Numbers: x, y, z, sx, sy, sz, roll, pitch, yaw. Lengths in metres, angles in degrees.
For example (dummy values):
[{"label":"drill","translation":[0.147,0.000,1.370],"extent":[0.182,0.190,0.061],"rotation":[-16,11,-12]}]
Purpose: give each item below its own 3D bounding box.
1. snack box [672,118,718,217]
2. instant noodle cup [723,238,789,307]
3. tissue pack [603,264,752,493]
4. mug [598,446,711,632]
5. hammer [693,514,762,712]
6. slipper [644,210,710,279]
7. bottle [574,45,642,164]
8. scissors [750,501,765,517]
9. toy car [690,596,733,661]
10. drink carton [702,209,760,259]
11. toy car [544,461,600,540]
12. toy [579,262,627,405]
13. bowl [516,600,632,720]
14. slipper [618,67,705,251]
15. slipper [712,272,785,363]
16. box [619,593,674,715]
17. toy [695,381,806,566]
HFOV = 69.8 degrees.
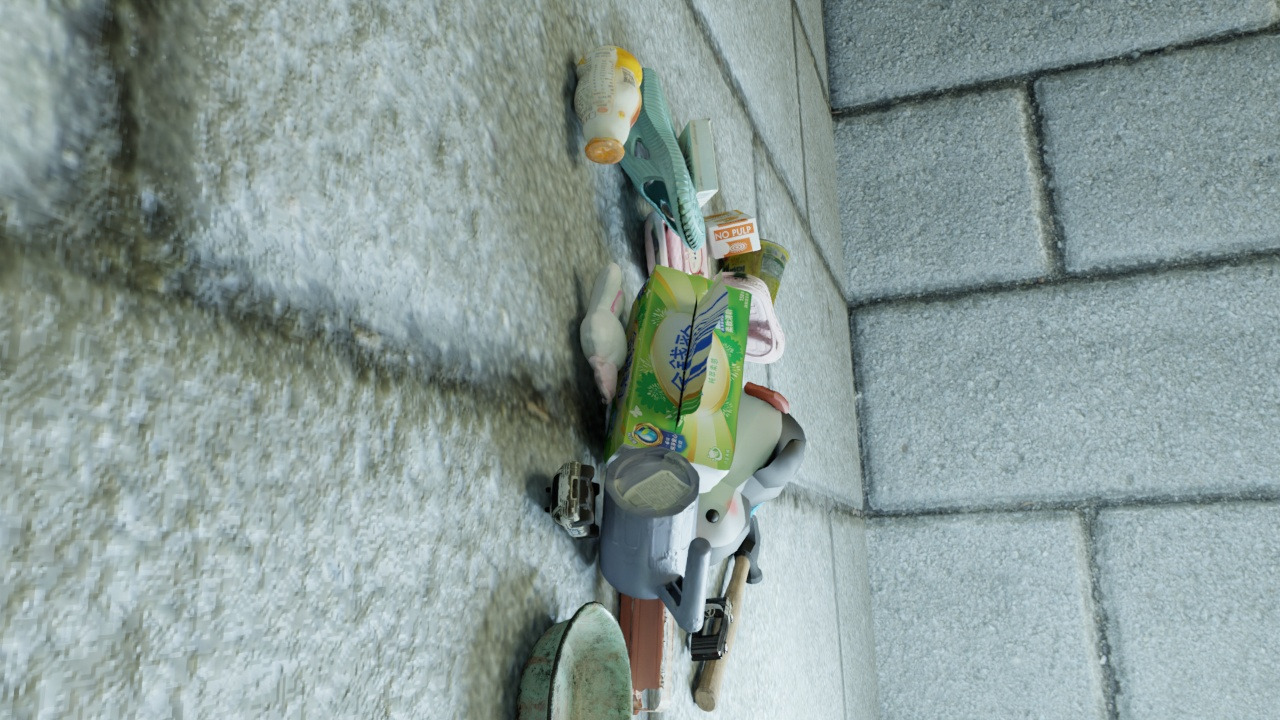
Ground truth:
[{"label":"snack box","translation":[0.058,-0.220,1.067],"extent":[0.150,0.026,0.082],"rotation":[164,-81,-81]},{"label":"instant noodle cup","translation":[0.161,-0.111,1.340],"extent":[0.102,0.102,0.108],"rotation":[45,51,-61]},{"label":"tissue pack","translation":[0.044,0.005,0.828],"extent":[0.142,0.120,0.197],"rotation":[127,-30,-60]},{"label":"mug","translation":[0.017,0.148,0.759],"extent":[0.124,0.083,0.104],"rotation":[50,-31,41]},{"label":"hammer","translation":[0.111,0.307,1.145],"extent":[0.304,0.040,0.132],"rotation":[-59,142,-59]},{"label":"slipper","translation":[0.051,-0.115,1.066],"extent":[0.221,0.056,0.107],"rotation":[-9,94,-72]},{"label":"bottle","translation":[-0.031,-0.236,0.853],"extent":[0.063,0.063,0.108],"rotation":[48,39,-59]},{"label":"scissors","translation":[0.123,0.197,1.116],"extent":[0.013,0.140,0.113],"rotation":[47,-10,21]},{"label":"toy car","translation":[0.079,0.301,1.036],"extent":[0.092,0.040,0.037],"rotation":[-65,141,-61]},{"label":"drink carton","translation":[0.112,-0.164,1.185],"extent":[0.122,0.058,0.040],"rotation":[-111,-172,-75]},{"label":"toy car","translation":[-0.054,0.113,0.725],"extent":[0.113,0.040,0.048],"rotation":[84,7,-69]},{"label":"toy","translation":[-0.032,-0.021,0.822],"extent":[0.076,0.037,0.125],"rotation":[61,32,-67]},{"label":"bowl","translation":[-0.050,0.260,0.680],"extent":[0.157,0.039,0.157],"rotation":[-6,90,-71]},{"label":"slipper","translation":[0.014,-0.212,0.975],"extent":[0.116,0.069,0.275],"rotation":[60,15,-47]},{"label":"slipper","translation":[0.135,-0.038,1.217],"extent":[0.239,0.094,0.064],"rotation":[61,40,-63]},{"label":"box","translation":[0.009,0.227,0.840],"extent":[0.077,0.054,0.186],"rotation":[120,-24,-65]},{"label":"toy","translation":[0.083,0.127,0.936],"extent":[0.140,0.159,0.183],"rotation":[44,69,-41]}]
